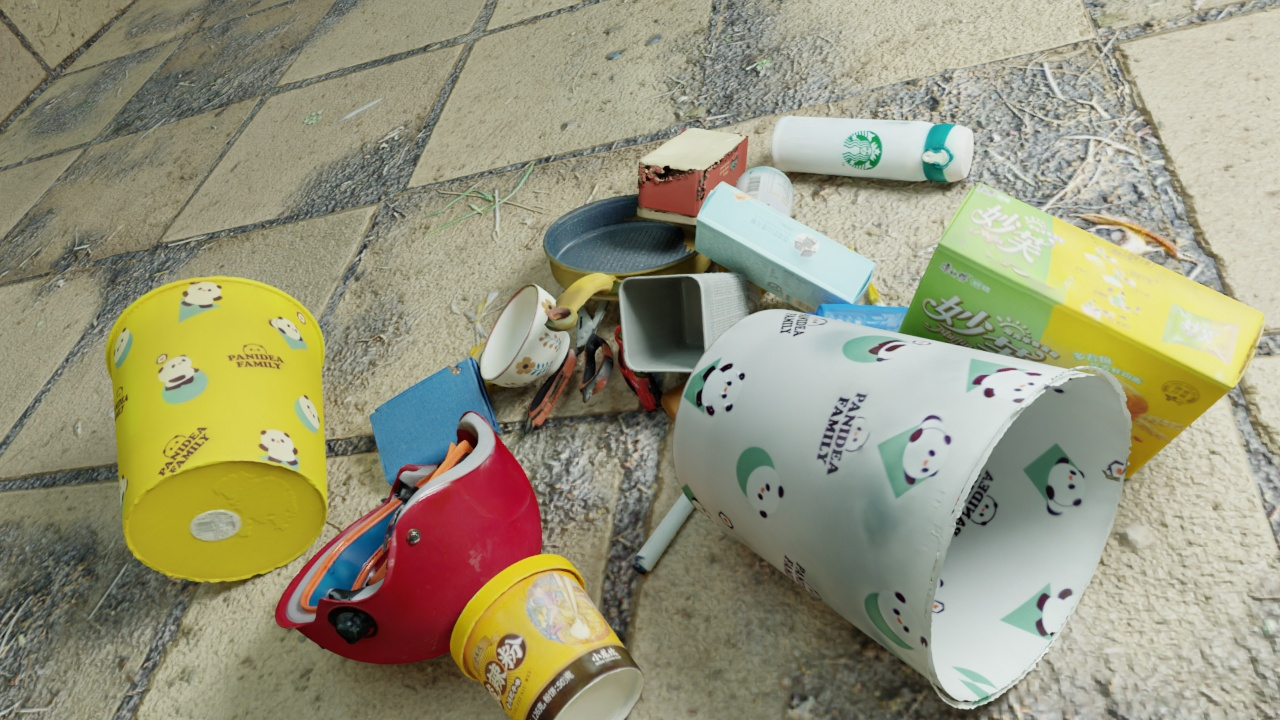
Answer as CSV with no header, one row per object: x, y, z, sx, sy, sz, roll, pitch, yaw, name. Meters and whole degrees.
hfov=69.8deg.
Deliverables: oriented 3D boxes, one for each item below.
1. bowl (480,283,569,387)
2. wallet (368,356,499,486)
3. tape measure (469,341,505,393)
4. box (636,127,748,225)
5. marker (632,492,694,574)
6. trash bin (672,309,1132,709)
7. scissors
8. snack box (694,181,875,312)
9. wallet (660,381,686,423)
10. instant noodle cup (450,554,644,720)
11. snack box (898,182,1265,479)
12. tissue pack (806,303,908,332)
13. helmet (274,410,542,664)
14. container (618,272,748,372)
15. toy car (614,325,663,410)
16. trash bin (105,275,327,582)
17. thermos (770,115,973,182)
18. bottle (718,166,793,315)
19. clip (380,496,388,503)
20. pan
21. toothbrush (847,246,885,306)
-0.115,-0.019,0.975,0.114,0.062,0.113,-44,32,36,bowl
-0.224,0.064,0.990,0.133,0.040,0.106,-28,57,5,wallet
-0.163,0.006,1.034,0.057,0.029,0.060,-19,60,3,tape measure
0.061,-0.225,1.064,0.091,0.080,0.167,12,31,20,box
0.035,0.135,0.816,0.018,0.023,0.130,33,64,13,marker
0.172,0.079,0.664,0.229,0.230,0.252,-44,39,-18,trash bin
-0.063,-0.010,0.976,0.226,0.015,0.189,-58,23,-16,scissors
0.137,-0.102,0.898,0.175,0.074,0.051,30,75,10,snack box
0.085,0.044,0.857,0.108,0.031,0.131,-29,29,-4,wallet
-0.067,0.232,0.707,0.118,0.118,0.114,-39,52,-13,instant noodle cup
0.308,-0.018,0.681,0.210,0.158,0.069,31,66,17,snack box
0.215,0.001,0.822,0.157,0.052,0.094,5,73,34,tissue pack
-0.182,0.176,0.790,0.240,0.144,0.206,-39,15,16,helmet
0.049,-0.042,0.895,0.090,0.090,0.114,1,10,32,container
-0.006,0.006,0.943,0.031,0.049,0.106,-23,43,1,toy car
-0.441,0.077,0.974,0.229,0.230,0.255,-27,48,-1,trash bin
0.260,-0.239,1.037,0.224,0.073,0.073,13,55,35,thermos
0.123,-0.129,0.996,0.068,0.068,0.189,-3,50,24,bottle
-0.242,0.147,0.940,0.058,0.027,0.045,-6,54,21,clip
-0.031,-0.103,0.976,0.198,0.078,0.356,2,35,15,pan
0.232,-0.055,0.909,0.018,0.016,0.191,-28,41,15,toothbrush
